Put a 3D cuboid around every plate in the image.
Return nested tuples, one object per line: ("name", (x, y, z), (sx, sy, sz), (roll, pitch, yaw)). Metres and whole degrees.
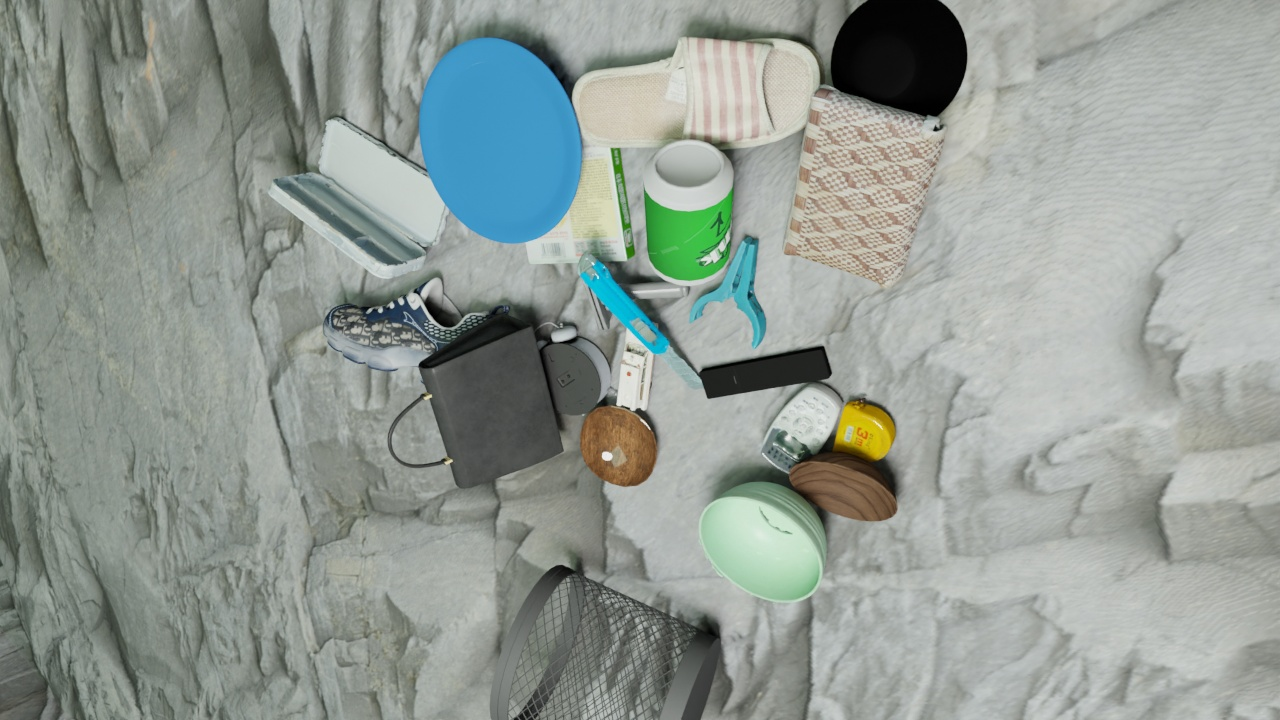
("plate", (-0.155, -0.243, 1.027), (0.225, 0.024, 0.225), (13, 116, 27))

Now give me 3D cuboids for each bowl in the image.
("bowl", (-0.023, 0.102, 1.137), (0.102, 0.026, 0.114), (18, 120, 15))
("bowl", (0.225, -0.266, 0.827), (0.124, 0.052, 0.124), (11, 116, 24))
("bowl", (0.149, 0.196, 1.049), (0.151, 0.076, 0.151), (19, 129, 25))
("bowl", (0.223, 0.130, 0.995), (0.119, 0.032, 0.119), (21, 152, 12))

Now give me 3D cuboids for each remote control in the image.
("remote control", (0.137, 0.014, 1.021), (0.150, 0.013, 0.034), (-11, 105, 31))
("remote control", (0.179, 0.075, 1.016), (0.060, 0.028, 0.115), (37, 124, 10))

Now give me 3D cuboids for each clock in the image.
("clock", (-0.089, 0.008, 1.129), (0.095, 0.035, 0.122), (-32, 93, 35))

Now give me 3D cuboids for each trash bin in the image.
("trash bin", (-0.037, 0.404, 1.171), (0.227, 0.217, 0.218), (17, 118, 17))

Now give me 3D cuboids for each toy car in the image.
("toy car", (-0.006, 0.006, 1.080), (0.039, 0.038, 0.113), (18, 118, 21))

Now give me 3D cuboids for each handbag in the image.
("handbag", (0.208, -0.162, 0.870), (0.124, 0.046, 0.186), (22, 138, 18))
("handbag", (-0.207, 0.066, 1.089), (0.072, 0.195, 0.176), (23, 132, 49))

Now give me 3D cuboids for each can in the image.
("can", (0.049, -0.146, 0.927), (0.088, 0.087, 0.140), (23, 149, 18))

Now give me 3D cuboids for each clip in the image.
("clip", (0.092, -0.068, 1.004), (0.120, 0.033, 0.122), (-9, 107, 35))

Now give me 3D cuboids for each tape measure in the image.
("tape measure", (0.242, 0.076, 0.981), (0.059, 0.030, 0.068), (19, 125, 21))

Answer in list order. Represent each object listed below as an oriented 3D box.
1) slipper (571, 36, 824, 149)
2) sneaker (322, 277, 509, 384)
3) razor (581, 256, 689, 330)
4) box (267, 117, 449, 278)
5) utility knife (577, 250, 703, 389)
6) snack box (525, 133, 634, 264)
("slipper", (0.048, -0.263, 0.915), (0.263, 0.052, 0.115), (0, 112, 22))
("sneaker", (-0.291, -0.049, 1.191), (0.270, 0.103, 0.132), (17, 104, 21))
("razor", (-0.003, -0.078, 1.036), (0.116, 0.047, 0.088), (-3, 138, 14))
("box", (-0.354, -0.202, 1.139), (0.210, 0.104, 0.129), (31, 119, 13))
("utility knife", (0.003, -0.038, 1.026), (0.031, 0.015, 0.220), (-35, 117, 20))
("snack box", (-0.080, -0.194, 1.040), (0.132, 0.027, 0.168), (2, 111, 27))
